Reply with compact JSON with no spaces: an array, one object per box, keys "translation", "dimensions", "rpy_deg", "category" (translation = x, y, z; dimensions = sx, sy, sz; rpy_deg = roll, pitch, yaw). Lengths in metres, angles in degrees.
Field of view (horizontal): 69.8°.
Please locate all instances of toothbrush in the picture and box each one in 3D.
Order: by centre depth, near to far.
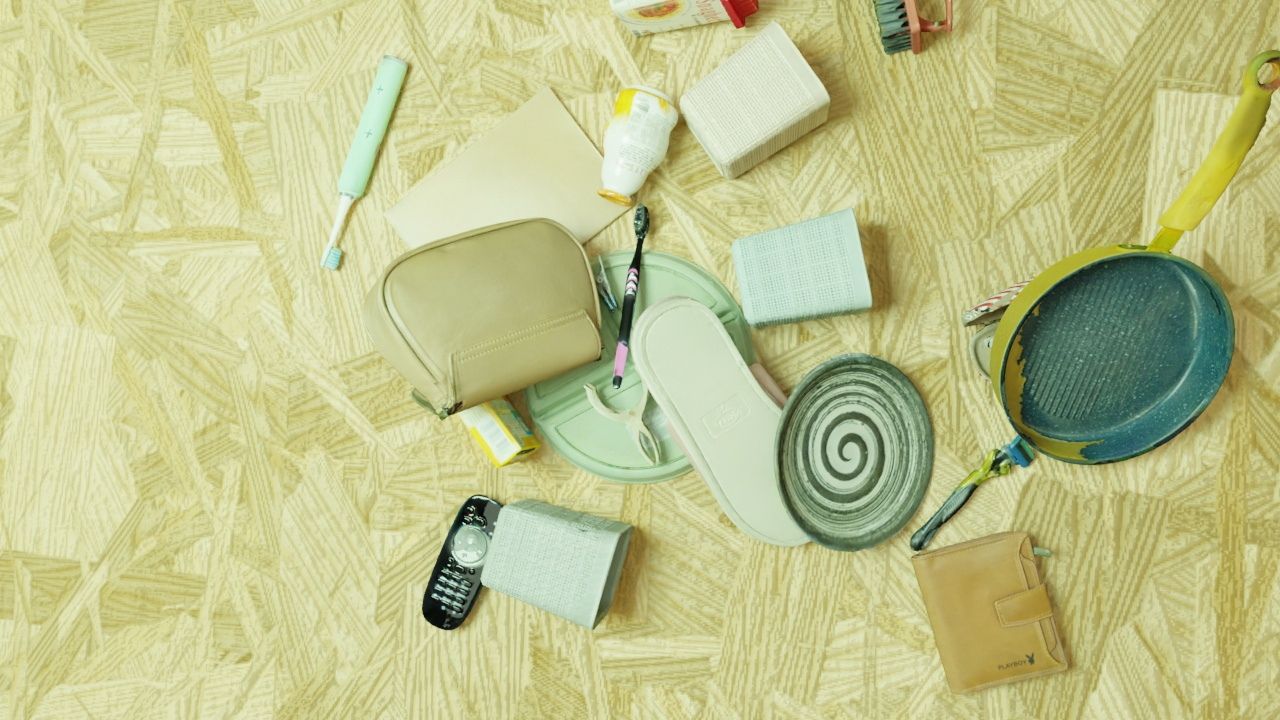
[{"translation":[-0.010,-0.063,0.852],"dimensions":[0.014,0.018,0.189],"rpy_deg":[2,69,16],"category":"toothbrush"},{"translation":[-0.282,-0.198,0.922],"dimensions":[0.027,0.026,0.224],"rpy_deg":[20,90,-15],"category":"toothbrush"}]

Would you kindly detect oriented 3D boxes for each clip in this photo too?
[{"translation":[-0.018,0.047,0.854],"dimensions":[0.098,0.035,0.099],"rpy_deg":[3,96,2],"category":"clip"},{"translation":[-0.034,-0.071,0.865],"dimensions":[0.028,0.024,0.057],"rpy_deg":[-27,79,1],"category":"clip"}]

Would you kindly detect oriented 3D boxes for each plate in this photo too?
[{"translation":[0.191,0.082,0.831],"dimensions":[0.179,0.024,0.179],"rpy_deg":[-1,93,-25],"category":"plate"},{"translation":[-0.005,0.005,0.884],"dimensions":[0.230,0.027,0.230],"rpy_deg":[0,88,7],"category":"plate"}]

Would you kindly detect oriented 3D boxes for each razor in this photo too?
[{"translation":[0.301,0.124,0.849],"dimensions":[0.143,0.022,0.042],"rpy_deg":[-45,128,6],"category":"razor"}]

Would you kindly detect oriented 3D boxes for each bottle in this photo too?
[{"translation":[-0.007,-0.203,0.872],"dimensions":[0.063,0.063,0.108],"rpy_deg":[20,90,7],"category":"bottle"}]

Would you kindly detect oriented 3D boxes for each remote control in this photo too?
[{"translation":[-0.171,0.196,0.897],"dimensions":[0.053,0.024,0.136],"rpy_deg":[23,90,8],"category":"remote control"}]

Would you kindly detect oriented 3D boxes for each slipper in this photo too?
[{"translation":[0.084,0.058,0.833],"dimensions":[0.114,0.054,0.274],"rpy_deg":[-40,108,-7],"category":"slipper"}]

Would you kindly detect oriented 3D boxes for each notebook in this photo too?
[{"translation":[-0.131,-0.150,0.911],"dimensions":[0.211,0.012,0.149],"rpy_deg":[-37,86,4],"category":"notebook"}]

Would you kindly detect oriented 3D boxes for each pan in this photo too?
[{"translation":[0.415,-0.068,0.742],"dimensions":[0.197,0.078,0.358],"rpy_deg":[7,114,-6],"category":"pan"}]

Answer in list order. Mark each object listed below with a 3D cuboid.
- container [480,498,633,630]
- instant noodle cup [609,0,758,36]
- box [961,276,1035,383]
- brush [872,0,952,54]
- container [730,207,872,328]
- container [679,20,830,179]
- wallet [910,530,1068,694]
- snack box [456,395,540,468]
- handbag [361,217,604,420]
[{"translation":[-0.078,0.183,0.856],"dimensions":[0.114,0.090,0.090],"rpy_deg":[16,89,10],"category":"container"},{"translation":[0.035,-0.366,0.855],"dimensions":[0.124,0.116,0.116],"rpy_deg":[-10,86,17],"category":"instant noodle cup"},{"translation":[0.375,-0.037,0.817],"dimensions":[0.162,0.075,0.085],"rpy_deg":[-22,81,4],"category":"box"},{"translation":[0.245,-0.364,0.850],"dimensions":[0.069,0.063,0.145],"rpy_deg":[-12,85,17],"category":"brush"},{"translation":[0.145,-0.078,0.840],"dimensions":[0.111,0.090,0.090],"rpy_deg":[-12,87,9],"category":"container"},{"translation":[0.103,-0.235,0.850],"dimensions":[0.111,0.090,0.090],"rpy_deg":[-34,85,7],"category":"container"},{"translation":[0.324,0.227,0.839],"dimensions":[0.119,0.035,0.130],"rpy_deg":[-17,87,11],"category":"wallet"},{"translation":[-0.154,0.036,0.869],"dimensions":[0.034,0.087,0.140],"rpy_deg":[-36,85,3],"category":"snack box"},{"translation":[-0.134,-0.039,0.809],"dimensions":[0.204,0.100,0.147],"rpy_deg":[-21,82,-33],"category":"handbag"}]
